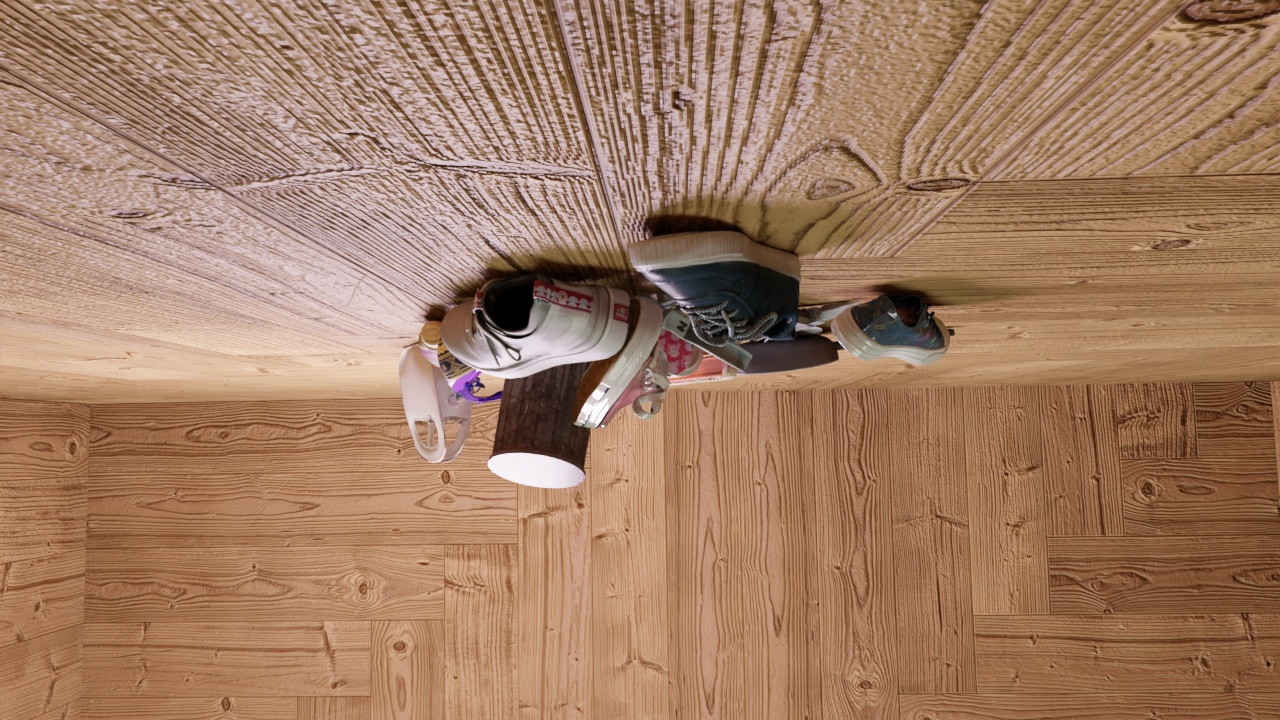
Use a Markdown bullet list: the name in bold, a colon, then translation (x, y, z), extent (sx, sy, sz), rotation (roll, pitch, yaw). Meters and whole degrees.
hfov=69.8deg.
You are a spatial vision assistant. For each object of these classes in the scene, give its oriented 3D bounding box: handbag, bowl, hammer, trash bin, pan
- **handbag**: translation (-0.331, 0.071, 1.532), extent (0.092, 0.199, 0.201), rotation (-3, 179, -32)
- **bowl**: translation (-0.202, -0.030, 1.115), extent (0.112, 0.061, 0.112), rotation (-30, -170, 6)
- **hammer**: translation (0.124, -0.061, 1.050), extent (0.147, 0.028, 0.316), rotation (-17, 168, 36)
- **trash bin**: translation (-0.117, 0.044, 1.182), extent (0.131, 0.210, 0.131), rotation (6, 154, 3)
- **pan**: translation (0.305, -0.025, 1.424), extent (0.357, 0.041, 0.178), rotation (-8, -175, 2)

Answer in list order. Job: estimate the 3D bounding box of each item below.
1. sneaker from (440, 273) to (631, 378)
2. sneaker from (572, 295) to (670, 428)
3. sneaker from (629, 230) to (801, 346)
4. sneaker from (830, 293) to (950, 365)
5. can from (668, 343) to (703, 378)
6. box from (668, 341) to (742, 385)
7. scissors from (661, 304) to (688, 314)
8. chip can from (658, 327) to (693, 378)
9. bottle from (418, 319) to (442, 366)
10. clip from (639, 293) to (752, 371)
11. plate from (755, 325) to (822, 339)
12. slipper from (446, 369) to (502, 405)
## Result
- **sneaker**: translation (-0.141, -0.043, 0.949), extent (0.264, 0.096, 0.128), rotation (-4, 163, 42)
- **sneaker**: translation (-0.008, 0.015, 1.010), extent (0.088, 0.118, 0.242), rotation (14, 150, -11)
- **sneaker**: translation (0.071, -0.057, 0.789), extent (0.089, 0.087, 0.235), rotation (-5, 174, 37)
- **sneaker**: translation (0.319, -0.049, 1.107), extent (0.235, 0.087, 0.079), rotation (0, 141, -48)
- **can**: translation (0.022, -0.011, 1.335), extent (0.079, 0.079, 0.143), rotation (2, 174, -33)
- **box**: translation (0.083, -0.003, 1.343), extent (0.043, 0.083, 0.187), rotation (15, 169, -31)
- **scissors**: translation (0.025, -0.061, 1.141), extent (0.193, 0.015, 0.179), rotation (-2, 173, 5)
- **chip can**: translation (-0.009, 0.006, 1.229), extent (0.075, 0.075, 0.224), rotation (1, 168, -23)
- **bottle**: translation (-0.266, -0.026, 1.218), extent (0.059, 0.059, 0.166), rotation (0, 175, -7)
- **clip**: translation (0.044, -0.043, 1.087), extent (0.171, 0.029, 0.141), rotation (28, -179, -40)
- **plate**: translation (0.174, -0.047, 1.338), extent (0.178, 0.012, 0.178), rotation (-1, 175, 0)
- **slipper**: translation (-0.214, 0.018, 1.342), extent (0.107, 0.084, 0.267), rotation (-46, -176, -16)
